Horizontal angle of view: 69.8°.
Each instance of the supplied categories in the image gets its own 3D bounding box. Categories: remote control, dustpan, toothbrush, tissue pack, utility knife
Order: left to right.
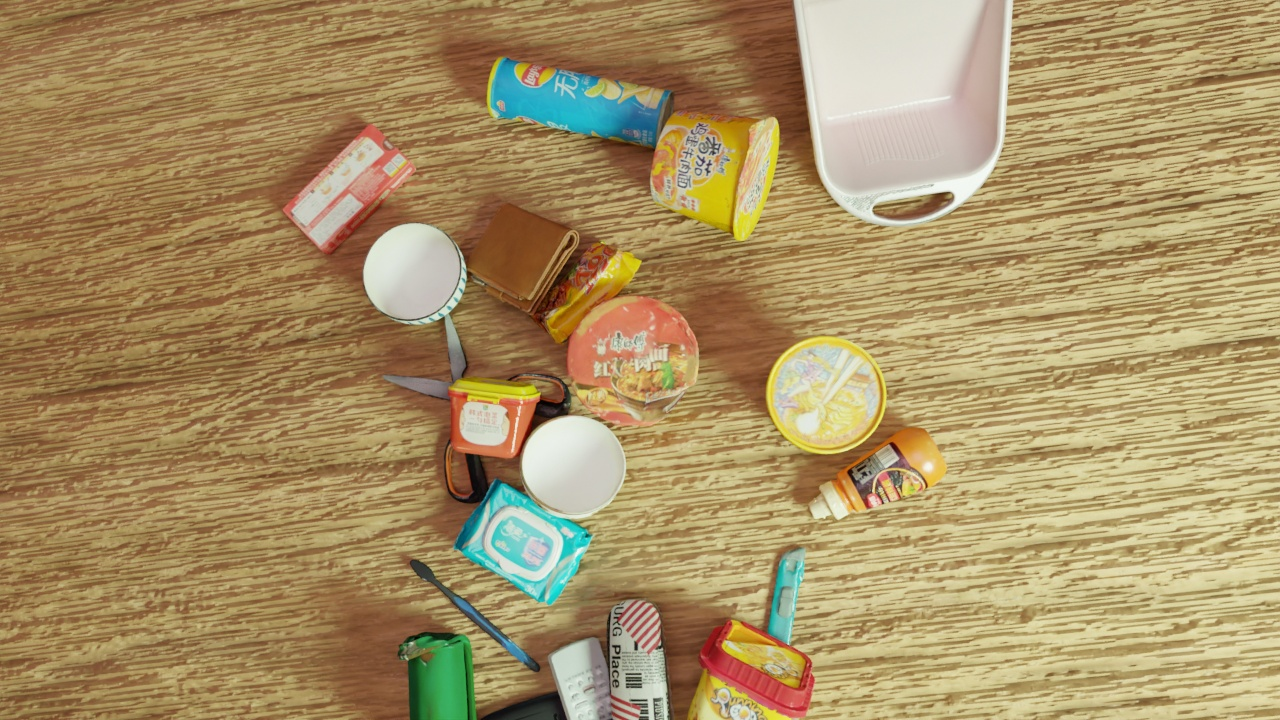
[{"bbox_3d":[-0.184,0.283,1.022,0.189,0.016,0.014,38,77,8],"label":"toothbrush"},{"bbox_3d":[-0.129,0.199,1.008,0.133,0.050,0.093,28,85,10],"label":"tissue pack"},{"bbox_3d":[-0.115,0.393,0.987,0.136,0.024,0.053,-19,78,3],"label":"remote control"},{"bbox_3d":[-0.049,0.374,0.974,0.058,0.021,0.150,-15,77,-24],"label":"remote control"},{"bbox_3d":[0.152,0.281,0.982,0.029,0.013,0.166,9,82,13],"label":"utility knife"},{"bbox_3d":[0.286,-0.283,0.969,0.223,0.274,0.138,-10,54,7],"label":"dustpan"}]

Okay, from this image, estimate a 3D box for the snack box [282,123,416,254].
[{"bbox_3d":[-0.353,-0.208,1.114,0.075,0.025,0.153,44,87,12],"label":"snack box"}]

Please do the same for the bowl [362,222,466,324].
[{"bbox_3d":[-0.255,-0.095,1.064,0.116,0.066,0.116,-1,80,5],"label":"bowl"}]

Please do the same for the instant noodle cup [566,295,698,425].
[{"bbox_3d":[-0.006,0.006,0.997,0.138,0.108,0.138,-1,82,4],"label":"instant noodle cup"}]

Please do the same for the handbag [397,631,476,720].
[{"bbox_3d":[-0.217,0.350,0.957,0.068,0.120,0.131,-6,73,3],"label":"handbag"}]

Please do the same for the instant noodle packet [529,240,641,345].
[{"bbox_3d":[-0.065,-0.080,1.025,0.128,0.111,0.044,-44,115,-3],"label":"instant noodle packet"}]

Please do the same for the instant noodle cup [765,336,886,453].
[{"bbox_3d":[0.190,0.042,0.967,0.118,0.114,0.118,-1,81,5],"label":"instant noodle cup"}]

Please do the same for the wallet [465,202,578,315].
[{"bbox_3d":[-0.139,-0.118,1.046,0.132,0.031,0.107,27,85,42],"label":"wallet"}]

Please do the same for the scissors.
[{"bbox_3d":[-0.189,0.049,1.055,0.221,0.022,0.233,-7,81,5],"label":"scissors"}]

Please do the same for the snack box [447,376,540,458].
[{"bbox_3d":[-0.162,0.062,1.000,0.091,0.082,0.080,7,93,8],"label":"snack box"}]

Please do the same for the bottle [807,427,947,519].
[{"bbox_3d":[0.247,0.128,0.977,0.149,0.066,0.066,-29,78,8],"label":"bottle"}]

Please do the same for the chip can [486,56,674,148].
[{"bbox_3d":[-0.070,-0.301,1.076,0.210,0.071,0.071,14,82,8],"label":"chip can"}]

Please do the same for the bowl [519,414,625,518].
[{"bbox_3d":[-0.076,0.122,1.002,0.113,0.062,0.113,4,64,-8],"label":"bowl"}]

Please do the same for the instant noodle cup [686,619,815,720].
[{"bbox_3d":[0.102,0.348,0.927,0.116,0.116,0.124,25,100,13],"label":"instant noodle cup"}]

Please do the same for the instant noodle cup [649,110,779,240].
[{"bbox_3d":[0.081,-0.213,1.019,0.110,0.138,0.138,19,83,17],"label":"instant noodle cup"}]

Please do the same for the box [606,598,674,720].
[{"bbox_3d":[-0.003,0.331,0.951,0.075,0.082,0.163,-3,78,-5],"label":"box"}]
